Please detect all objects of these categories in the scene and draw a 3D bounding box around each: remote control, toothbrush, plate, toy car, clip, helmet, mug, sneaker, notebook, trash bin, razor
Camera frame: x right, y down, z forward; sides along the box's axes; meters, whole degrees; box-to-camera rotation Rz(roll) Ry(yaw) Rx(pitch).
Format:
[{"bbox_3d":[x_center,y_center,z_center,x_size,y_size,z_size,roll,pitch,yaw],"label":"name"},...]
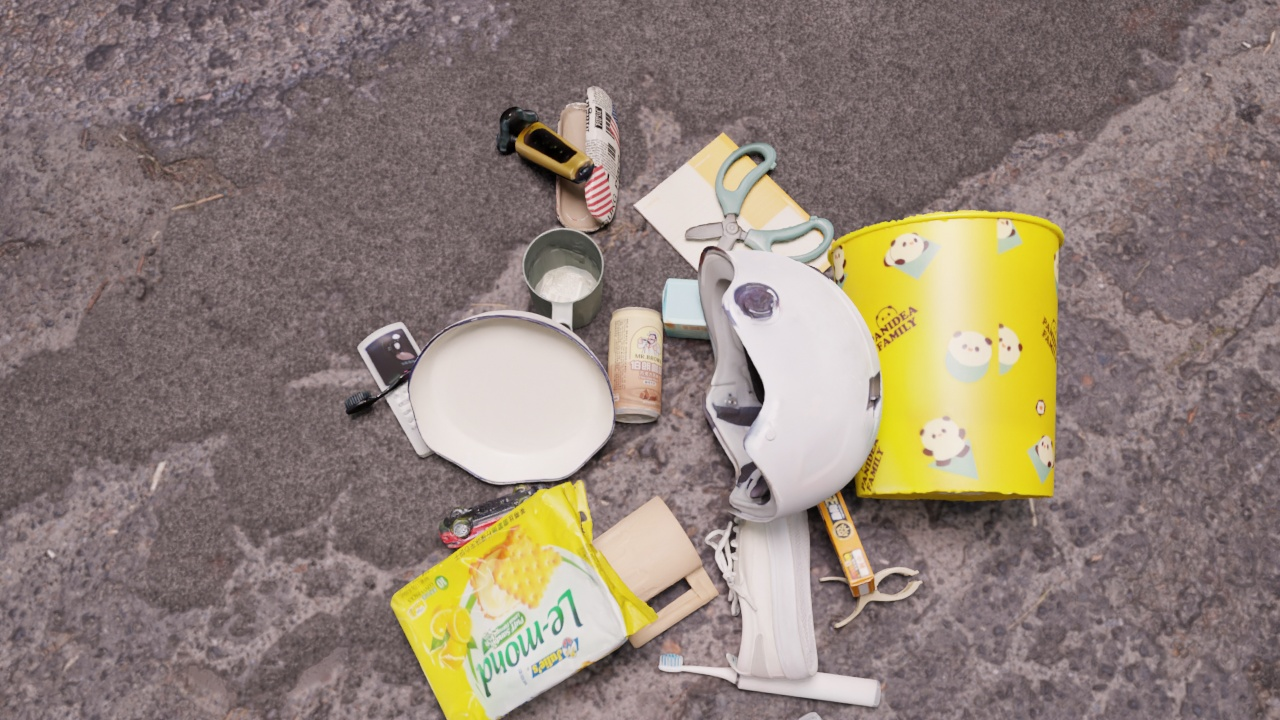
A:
[{"bbox_3d":[-0.249,0.030,0.994,0.058,0.021,0.150,-31,78,-10],"label":"remote control"},{"bbox_3d":[-0.233,0.004,0.983,0.189,0.014,0.017,-32,66,-10],"label":"toothbrush"},{"bbox_3d":[-0.127,0.035,0.925,0.205,0.205,0.045,4,32,0],"label":"plate"},{"bbox_3d":[-0.146,0.164,0.942,0.120,0.053,0.045,-16,100,-10],"label":"toy car"},{"bbox_3d":[0.237,0.232,0.945,0.099,0.034,0.066,-14,76,4],"label":"clip"},{"bbox_3d":[0.140,0.012,0.845,0.146,0.229,0.258,-6,60,-4],"label":"helmet"},{"bbox_3d":[-0.081,-0.065,0.982,0.083,0.103,0.123,1,75,-1],"label":"mug"},{"bbox_3d":[0.119,0.198,0.929,0.091,0.089,0.241,-12,63,22],"label":"sneaker"},{"bbox_3d":[0.114,-0.151,1.059,0.145,0.010,0.206,-41,79,-11],"label":"notebook"},{"bbox_3d":[0.128,0.319,0.919,0.221,0.026,0.026,8,96,1],"label":"toothbrush"},{"bbox_3d":[0.305,0.009,0.917,0.229,0.230,0.255,1,80,-1],"label":"trash bin"},{"bbox_3d":[0.007,0.215,0.925,0.103,0.084,0.124,-32,104,-8],"label":"mug"},{"bbox_3d":[-0.106,-0.238,1.021,0.062,0.067,0.167,-44,46,-7],"label":"razor"}]

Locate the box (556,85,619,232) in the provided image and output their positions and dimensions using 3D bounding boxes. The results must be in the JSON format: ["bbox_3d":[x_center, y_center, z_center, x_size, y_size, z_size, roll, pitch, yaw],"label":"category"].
[{"bbox_3d":[-0.053,-0.231,1.039,0.076,0.088,0.162,6,72,-15],"label":"box"}]

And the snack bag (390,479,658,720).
[{"bbox_3d":[-0.117,0.237,0.874,0.247,0.068,0.158,-36,75,19],"label":"snack bag"}]

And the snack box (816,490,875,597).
[{"bbox_3d":[0.196,0.157,0.924,0.026,0.075,0.153,-21,63,5],"label":"snack box"}]

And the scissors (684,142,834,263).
[{"bbox_3d":[0.132,-0.179,1.052,0.170,0.019,0.181,-4,76,-1],"label":"scissors"}]

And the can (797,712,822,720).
[{"bbox_3d":[0.198,0.411,0.878,0.058,0.058,0.146,-42,79,-12],"label":"can"}]

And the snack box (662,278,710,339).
[{"bbox_3d":[0.111,-0.051,0.987,0.175,0.074,0.051,5,81,6],"label":"snack box"}]

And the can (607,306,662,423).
[{"bbox_3d":[-0.006,0.006,0.987,0.058,0.058,0.116,2,75,-1],"label":"can"}]
